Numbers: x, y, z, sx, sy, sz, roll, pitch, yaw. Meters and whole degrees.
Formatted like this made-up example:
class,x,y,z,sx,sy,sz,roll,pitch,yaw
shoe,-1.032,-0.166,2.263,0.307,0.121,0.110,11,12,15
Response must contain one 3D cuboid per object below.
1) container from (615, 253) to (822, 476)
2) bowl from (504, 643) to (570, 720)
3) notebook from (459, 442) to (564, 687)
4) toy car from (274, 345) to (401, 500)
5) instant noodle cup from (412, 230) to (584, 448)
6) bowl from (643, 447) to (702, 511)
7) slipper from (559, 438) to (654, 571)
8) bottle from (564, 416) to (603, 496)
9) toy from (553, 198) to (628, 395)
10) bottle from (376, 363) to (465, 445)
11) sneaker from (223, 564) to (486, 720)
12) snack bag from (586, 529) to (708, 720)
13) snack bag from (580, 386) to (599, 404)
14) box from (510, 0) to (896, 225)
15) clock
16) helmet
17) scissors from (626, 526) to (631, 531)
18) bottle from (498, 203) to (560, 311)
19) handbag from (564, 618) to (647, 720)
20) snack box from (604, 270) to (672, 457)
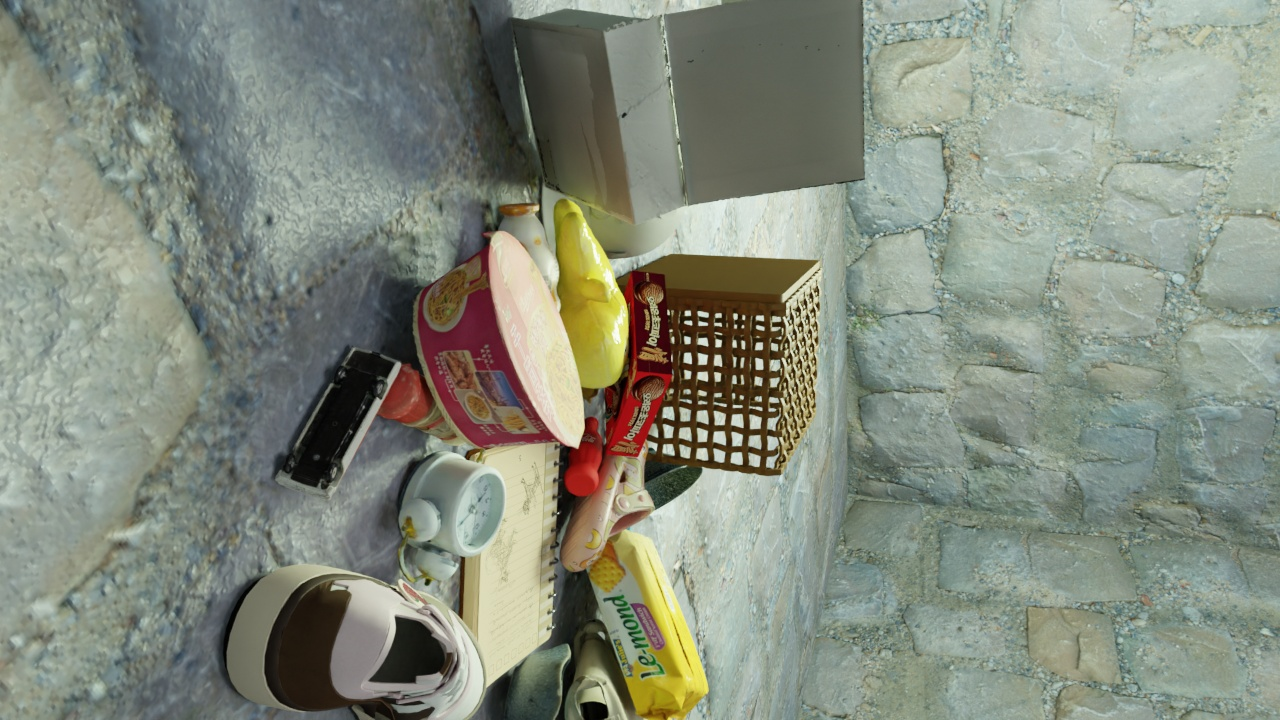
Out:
class,x,y,z,sx,sy,sz,roll,pitch,yaw
container,0.101,-0.008,1.179,0.251,0.220,0.214,-36,129,-64
bowl,-0.105,0.338,0.922,0.110,0.055,0.110,38,64,-90
notebook,-0.123,0.188,0.900,0.167,0.024,0.225,-10,104,-68
toy car,-0.203,0.044,0.627,0.039,0.039,0.112,104,5,-58
instant noodle cup,-0.114,-0.006,0.729,0.178,0.078,0.178,-18,89,-81
bowl,0.007,0.148,1.170,0.057,0.137,0.137,59,8,22
slipper,-0.028,0.161,1.028,0.093,0.081,0.196,-49,-166,45
bottle,-0.060,0.101,1.014,0.118,0.036,0.036,-84,169,-60
toy,-0.057,-0.054,0.898,0.133,0.092,0.208,-113,-159,-58
bottle,-0.166,0.037,0.716,0.109,0.044,0.044,46,52,-65
sneaker,-0.159,0.220,0.670,0.294,0.116,0.111,62,38,-57
snack bag,0.008,0.306,1.079,0.159,0.068,0.247,55,12,-67
snack bag,-0.054,0.001,1.049,0.026,0.020,0.099,41,57,-76
box,0.051,-0.230,0.801,0.164,0.330,0.167,-80,164,-58
clock,-0.158,0.127,0.740,0.117,0.057,0.083,-54,145,-43
helmet,0.001,-0.187,1.007,0.270,0.118,0.183,-46,137,-57
scissors,-0.009,0.184,1.239,0.135,0.015,0.129,68,31,-41
bottle,-0.105,-0.086,0.825,0.063,0.063,0.109,-34,124,-65
handbag,-0.060,0.402,1.011,0.229,0.132,0.184,-153,-131,-85
snack box,-0.006,0.006,0.980,0.152,0.036,0.132,110,-18,-50
